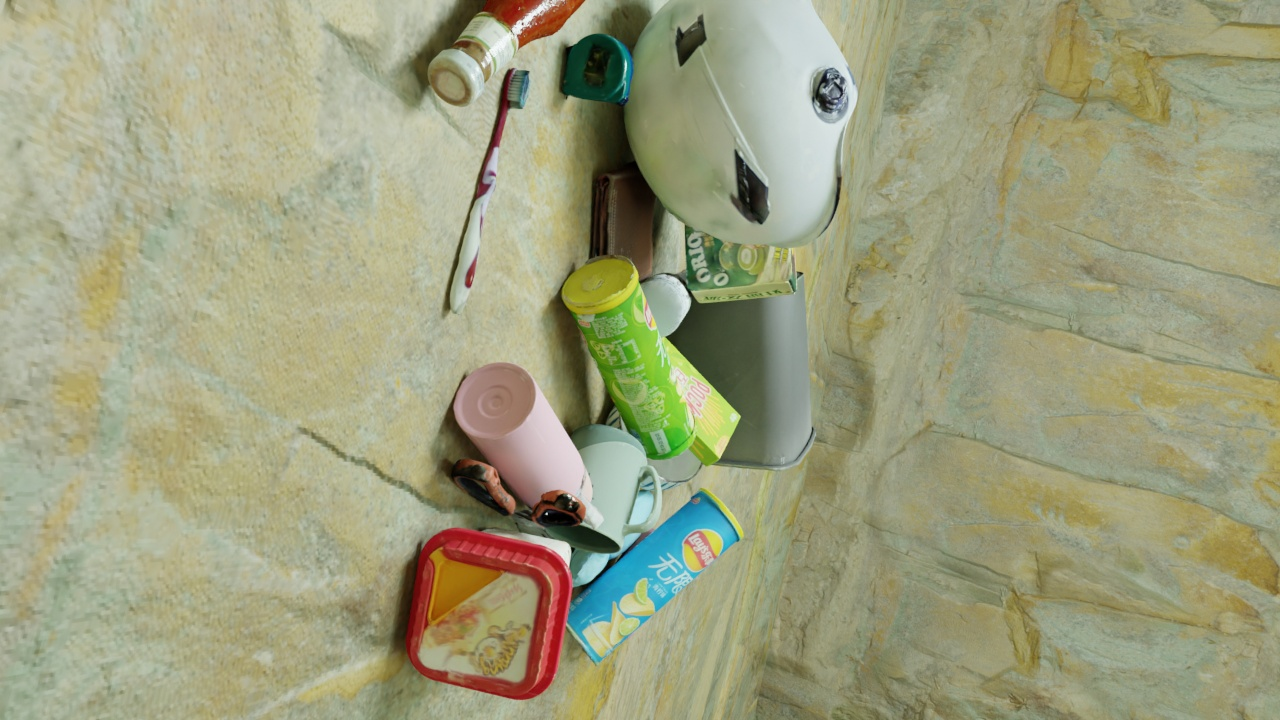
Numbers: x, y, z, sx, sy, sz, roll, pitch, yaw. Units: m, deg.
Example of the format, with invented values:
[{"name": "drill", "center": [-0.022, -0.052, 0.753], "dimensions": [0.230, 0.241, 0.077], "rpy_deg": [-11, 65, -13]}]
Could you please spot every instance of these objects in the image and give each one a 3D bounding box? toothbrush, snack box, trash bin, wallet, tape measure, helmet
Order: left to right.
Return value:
[{"name": "toothbrush", "center": [-0.108, -0.123, 0.661], "dimensions": [0.016, 0.017, 0.187], "rpy_deg": [31, 71, -70]}, {"name": "tape measure", "center": [-0.035, -0.236, 0.744], "dimensions": [0.025, 0.058, 0.054], "rpy_deg": [-28, 129, -67]}, {"name": "wallet", "center": [-0.017, -0.131, 0.906], "dimensions": [0.101, 0.032, 0.125], "rpy_deg": [-41, 138, -58]}, {"name": "snack box", "center": [0.040, 0.036, 1.014], "dimensions": [0.026, 0.156, 0.085], "rpy_deg": [-38, -170, 38]}, {"name": "helmet", "center": [0.070, -0.223, 0.844], "dimensions": [0.145, 0.229, 0.258], "rpy_deg": [-12, 93, -29]}, {"name": "trash bin", "center": [0.117, 0.001, 1.148], "dimensions": [0.198, 0.199, 0.220], "rpy_deg": [-31, 123, -67]}, {"name": "snack box", "center": [0.108, -0.187, 1.015], "dimensions": [0.063, 0.114, 0.240], "rpy_deg": [37, 50, -71]}]

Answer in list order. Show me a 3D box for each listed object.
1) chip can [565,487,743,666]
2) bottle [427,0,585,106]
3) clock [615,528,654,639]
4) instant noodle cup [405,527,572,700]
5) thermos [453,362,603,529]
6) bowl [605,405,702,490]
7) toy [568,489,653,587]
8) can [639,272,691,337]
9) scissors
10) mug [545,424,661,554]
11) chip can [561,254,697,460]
[{"name": "chip can", "center": [0.011, 0.230, 0.986], "dimensions": [0.210, 0.071, 0.071], "rpy_deg": [-38, 147, -14]}, {"name": "bottle", "center": [-0.077, -0.241, 0.619], "dimensions": [0.060, 0.060, 0.205], "rpy_deg": [80, 31, -48]}, {"name": "clock", "center": [-0.013, 0.272, 1.068], "dimensions": [0.158, 0.060, 0.117], "rpy_deg": [-53, 168, -13]}, {"name": "instant noodle cup", "center": [-0.108, 0.186, 0.717], "dimensions": [0.124, 0.117, 0.116], "rpy_deg": [-12, 113, -83]}, {"name": "thermos", "center": [-0.082, 0.083, 0.755], "dimensions": [0.067, 0.087, 0.199], "rpy_deg": [-45, 150, -15]}, {"name": "bowl", "center": [0.006, 0.094, 1.015], "dimensions": [0.066, 0.116, 0.116], "rpy_deg": [-39, -168, 41]}, {"name": "toy", "center": [-0.032, 0.187, 0.988], "dimensions": [0.156, 0.050, 0.162], "rpy_deg": [-44, 174, -24]}, {"name": "can", "center": [0.021, -0.061, 0.970], "dimensions": [0.146, 0.058, 0.058], "rpy_deg": [-52, 150, -78]}, {"name": "scissors", "center": [-0.087, 0.129, 0.758], "dimensions": [0.197, 0.214, 0.015], "rpy_deg": [33, 62, -32]}, {"name": "mug", "center": [-0.031, 0.124, 0.885], "dimensions": [0.082, 0.112, 0.106], "rpy_deg": [64, 39, -53]}, {"name": "chip can", "center": [-0.005, 0.005, 0.884], "dimensions": [0.072, 0.073, 0.221], "rpy_deg": [-63, 144, -38]}]
